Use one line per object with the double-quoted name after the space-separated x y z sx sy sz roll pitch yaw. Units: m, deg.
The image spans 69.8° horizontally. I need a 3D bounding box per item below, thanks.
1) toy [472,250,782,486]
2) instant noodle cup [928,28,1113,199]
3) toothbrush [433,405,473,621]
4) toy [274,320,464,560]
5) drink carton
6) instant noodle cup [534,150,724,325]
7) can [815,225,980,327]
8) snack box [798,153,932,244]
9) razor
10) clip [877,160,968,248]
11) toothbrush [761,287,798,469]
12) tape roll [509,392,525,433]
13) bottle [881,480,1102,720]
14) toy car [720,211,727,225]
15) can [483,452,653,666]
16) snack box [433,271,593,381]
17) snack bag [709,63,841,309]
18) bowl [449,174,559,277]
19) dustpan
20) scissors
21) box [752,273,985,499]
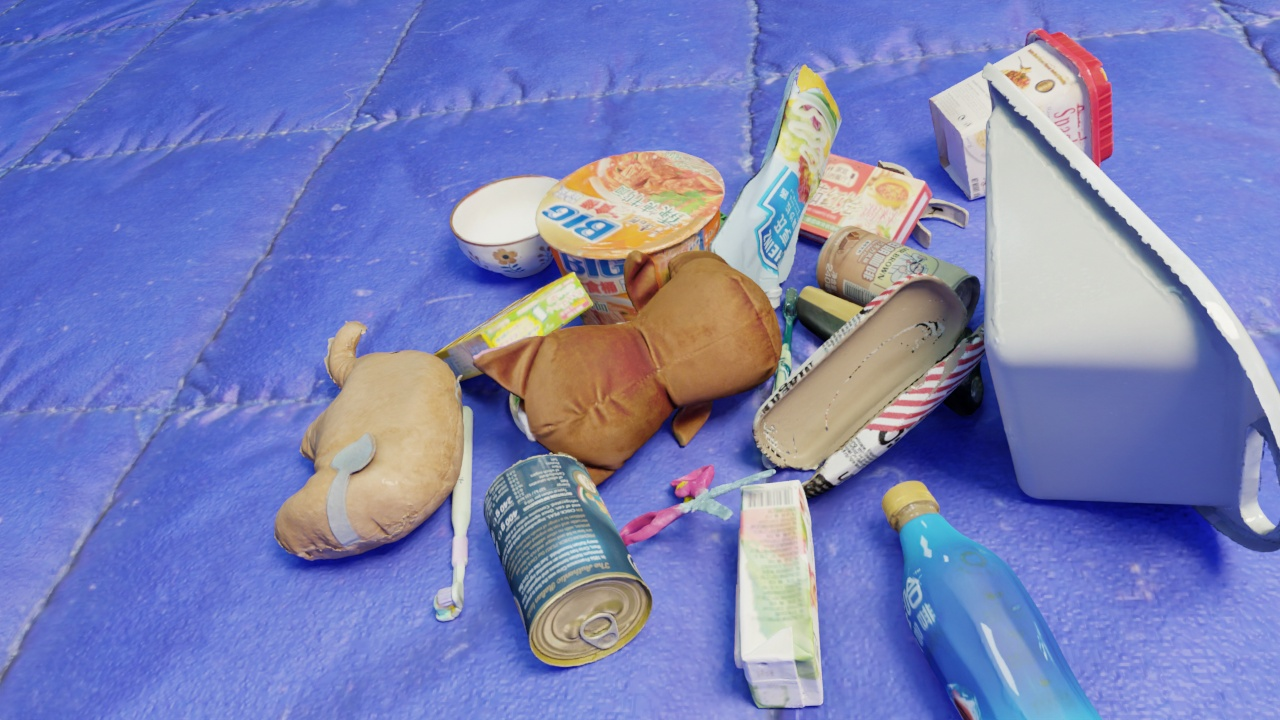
-0.004 0.004 0.640 0.199 0.140 0.130 -32 7 -13 "toy"
0.334 -0.211 0.816 0.124 0.116 0.116 -22 41 8 "instant noodle cup"
-0.129 0.098 0.651 0.020 0.029 0.189 23 34 -24 "toothbrush"
-0.194 0.045 0.678 0.143 0.082 0.225 -17 40 5 "toy"
0.078 0.133 0.533 0.045 0.053 0.122 -6 42 12 "drink carton"
0.000 -0.086 0.751 0.151 0.111 0.151 -7 42 6 "instant noodle cup"
0.197 -0.061 0.713 0.058 0.059 0.116 -37 47 -25 "can"
0.170 -0.141 0.809 0.153 0.025 0.075 29 87 37 "snack box"
0.179 -0.016 0.675 0.067 0.062 0.167 -55 43 2 "razor"
0.238 -0.140 0.812 0.071 0.035 0.100 -27 48 -17 "clip"
0.107 0.007 0.692 0.016 0.018 0.191 1 43 15 "toothbrush"
-0.059 0.028 0.713 0.086 0.014 0.085 -7 42 6 "tape roll"
0.183 0.151 0.477 0.065 0.065 0.218 -15 42 -2 "bottle"
0.068 -0.107 0.809 0.036 0.043 0.091 -24 43 -14 "toy car"
-0.048 0.119 0.564 0.075 0.075 0.111 -22 42 -11 "can"
-0.102 -0.022 0.712 0.086 0.034 0.141 -36 12 -25 "snack box"
0.114 -0.137 0.746 0.039 0.110 0.190 13 69 27 "snack bag"
-0.114 -0.118 0.853 0.113 0.062 0.113 -7 43 7 "bowl"
0.285 -0.020 0.535 0.143 0.223 0.257 -3 52 28 "dustpan"
0.028 0.092 0.571 0.113 0.017 0.134 -34 6 -8 "scissors"
0.143 0.014 0.592 0.163 0.076 0.088 -47 71 14 "box"
